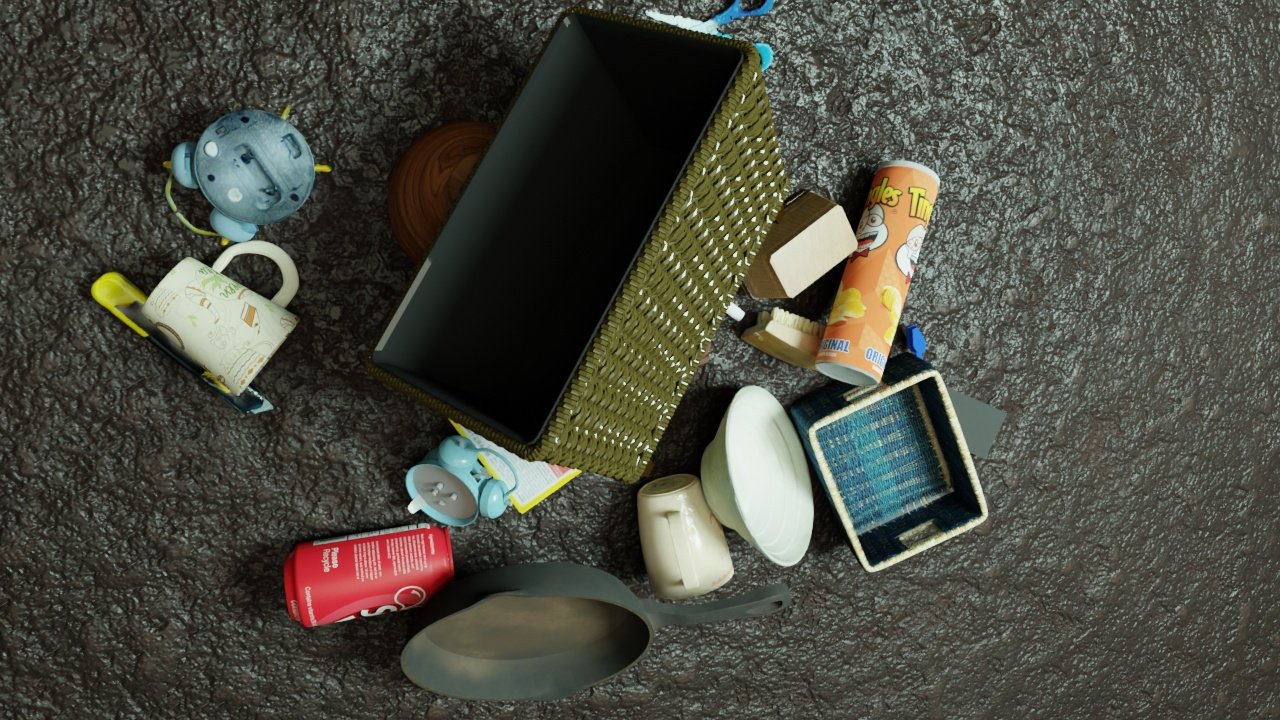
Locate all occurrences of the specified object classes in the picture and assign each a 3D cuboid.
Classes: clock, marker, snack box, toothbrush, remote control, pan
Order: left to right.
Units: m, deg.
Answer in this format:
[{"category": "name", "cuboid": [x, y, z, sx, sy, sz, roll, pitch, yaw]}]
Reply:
[{"category": "clock", "cuboid": [-0.321, -0.149, 0.741, 0.124, 0.051, 0.089, -33, 111, -6]}, {"category": "clock", "cuboid": [-0.160, 0.110, 0.824, 0.123, 0.041, 0.087, -20, 114, 34]}, {"category": "snack box", "cuboid": [-0.131, 0.037, 0.846, 0.092, 0.042, 0.201, -35, 110, -6]}, {"category": "pan", "cuboid": [-0.040, 0.238, 0.846, 0.356, 0.043, 0.249, -11, 141, 1]}, {"category": "marker", "cuboid": [0.048, -0.079, 0.886, 0.132, 0.014, 0.014, 34, 91, -21]}, {"category": "toothbrush", "cuboid": [0.314, 0.048, 0.978, 0.016, 0.011, 0.187, -24, 107, -9]}, {"category": "remote control", "cuboid": [0.335, 0.060, 1.003, 0.133, 0.013, 0.058, 23, 96, -20]}]

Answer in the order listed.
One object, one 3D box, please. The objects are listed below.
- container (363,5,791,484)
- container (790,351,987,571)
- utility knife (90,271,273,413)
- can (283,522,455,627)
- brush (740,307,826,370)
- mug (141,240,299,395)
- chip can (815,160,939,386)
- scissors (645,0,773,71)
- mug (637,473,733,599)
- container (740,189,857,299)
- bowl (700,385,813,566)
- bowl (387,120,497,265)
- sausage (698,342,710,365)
[{"category": "container", "cuboid": [-0.023, -0.072, 0.729, 0.320, 0.176, 0.205, -62, 150, -7]}, {"category": "container", "cuboid": [0.256, 0.104, 0.950, 0.145, 0.071, 0.187, -25, 109, 1]}, {"category": "utility knife", "cuboid": [-0.383, -0.010, 0.774, 0.029, 0.020, 0.171, -46, 112, 0]}, {"category": "can", "cuboid": [-0.243, 0.193, 0.831, 0.142, 0.074, 0.074, -7, 104, -15]}, {"category": "brush", "cuboid": [0.163, -0.019, 0.917, 0.117, 0.049, 0.039, 21, 73, -19]}, {"category": "mug", "cuboid": [-0.335, -0.048, 0.757, 0.097, 0.081, 0.121, 39, 67, -16]}, {"category": "chip can", "cuboid": [0.228, -0.084, 0.882, 0.062, 0.062, 0.210, 23, 79, -20]}, {"category": "scissors", "cuboid": [0.063, -0.315, 0.838, 0.135, 0.015, 0.086, 8, 104, -13]}, {"category": "mug", "cuboid": [0.039, 0.172, 0.892, 0.085, 0.111, 0.104, -14, 98, 2]}, {"category": "container", "cuboid": [0.149, -0.108, 0.876, 0.114, 0.061, 0.063, -37, 116, -12]}, {"category": "bowl", "cuboid": [0.106, 0.116, 0.902, 0.058, 0.176, 0.177, -17, 113, 31]}, {"category": "bowl", "cuboid": [-0.135, -0.136, 0.769, 0.147, 0.069, 0.147, 1, 87, -18]}, {"category": "sausage", "cuboid": [-0.005, 0.005, 0.876, 0.155, 0.040, 0.040, -19, 107, -11]}]
